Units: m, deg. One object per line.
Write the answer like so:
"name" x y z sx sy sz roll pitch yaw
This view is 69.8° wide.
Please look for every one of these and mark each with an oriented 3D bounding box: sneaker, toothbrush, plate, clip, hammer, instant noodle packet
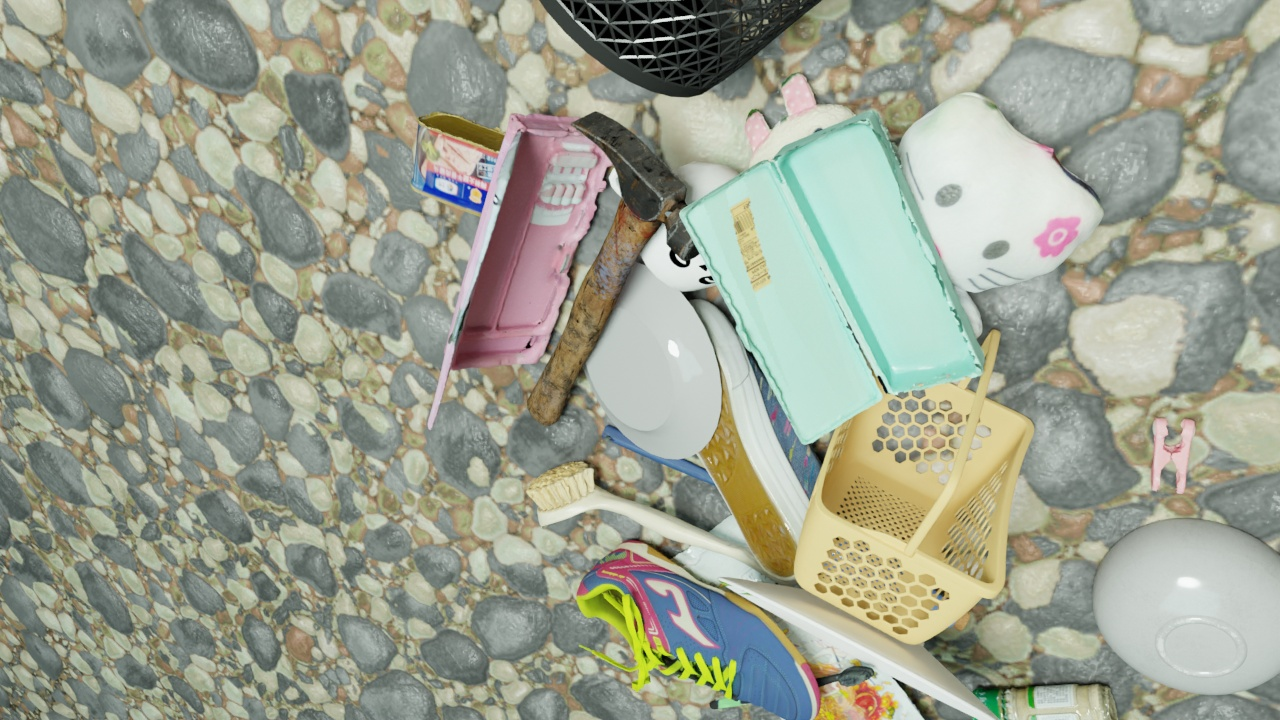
"sneaker" 0.094 0.056 0.744 0.088 0.079 0.235 -31 82 55
"toothbrush" 0.130 0.300 0.831 0.189 0.017 0.014 -29 79 38
"plate" 0.168 0.208 0.702 0.229 0.030 0.229 27 168 6
"clip" 0.377 0.067 0.637 0.041 0.023 0.059 -2 113 31
"hammer" -0.045 -0.043 0.718 0.120 0.033 0.331 49 145 13
"instant noodle packet" 0.136 0.272 0.849 0.269 0.057 0.147 48 124 3
"plate" -0.005 0.005 0.751 0.173 0.019 0.173 27 129 40
"sneaker" 0.044 0.260 0.823 0.242 0.090 0.116 27 134 31
"toothbrush" 0.050 0.103 0.819 0.190 0.017 0.016 23 123 13

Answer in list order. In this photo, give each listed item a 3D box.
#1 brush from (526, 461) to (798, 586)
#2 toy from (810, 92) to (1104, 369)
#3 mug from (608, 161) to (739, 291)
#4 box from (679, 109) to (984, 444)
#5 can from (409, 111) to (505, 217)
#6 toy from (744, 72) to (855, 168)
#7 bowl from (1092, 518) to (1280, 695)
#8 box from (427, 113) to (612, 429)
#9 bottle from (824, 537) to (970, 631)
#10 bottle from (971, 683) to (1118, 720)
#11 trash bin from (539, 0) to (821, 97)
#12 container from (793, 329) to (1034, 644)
"brush" 0.018 0.151 0.832 0.272 0.061 0.077 14 130 21
"toy" 0.188 -0.076 0.615 0.137 0.085 0.210 47 128 -6
"mug" 0.034 -0.107 0.660 0.124 0.090 0.076 34 140 -28
"box" 0.123 -0.047 0.583 0.138 0.056 0.187 -22 112 20
"can" -0.136 -0.159 0.749 0.100 0.053 0.059 23 122 13
"toy" 0.117 -0.140 0.640 0.087 0.050 0.112 -26 97 34
"bowl" 0.401 0.186 0.662 0.132 0.064 0.132 12 120 20
"box" -0.110 -0.075 0.715 0.075 0.172 0.234 33 124 13
"bottle" 0.211 0.184 0.765 0.131 0.047 0.048 28 125 10
"bottle" 0.336 0.292 0.766 0.110 0.042 0.043 -17 107 31
"trash bin" 0.060 -0.287 0.498 0.217 0.216 0.244 48 132 -4
"container" 0.194 0.076 0.634 0.129 0.182 0.167 27 132 11
